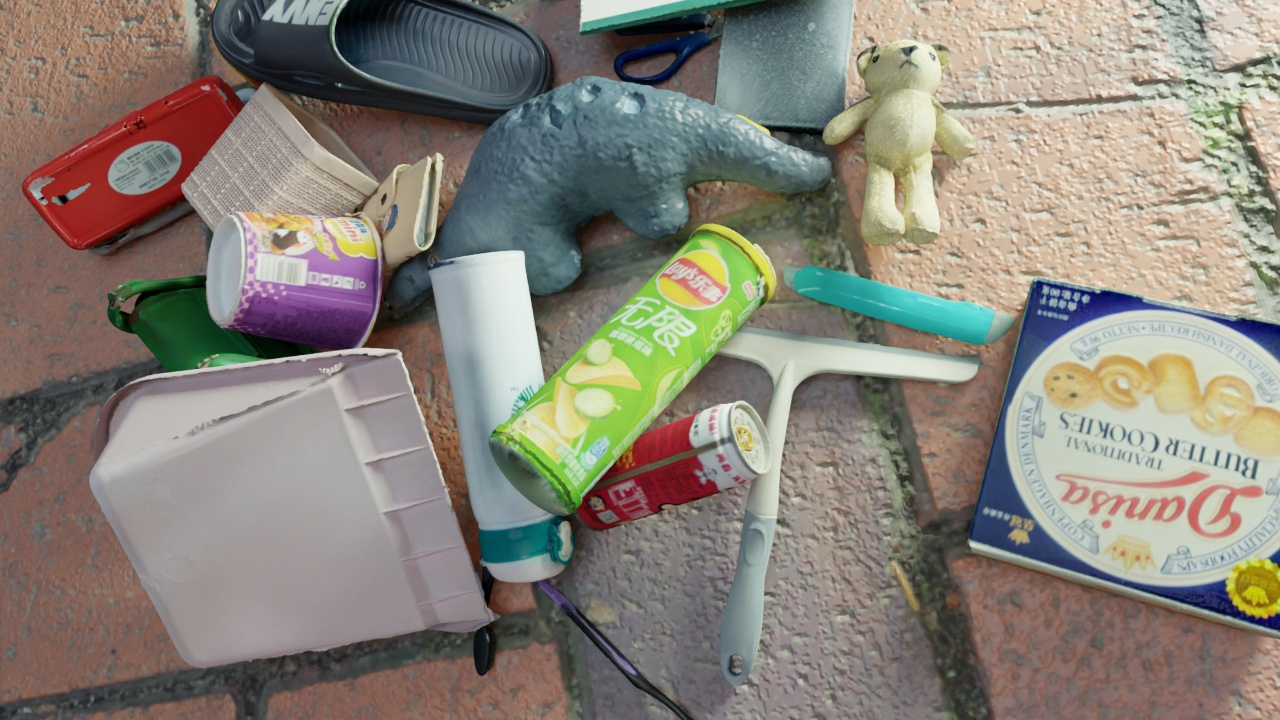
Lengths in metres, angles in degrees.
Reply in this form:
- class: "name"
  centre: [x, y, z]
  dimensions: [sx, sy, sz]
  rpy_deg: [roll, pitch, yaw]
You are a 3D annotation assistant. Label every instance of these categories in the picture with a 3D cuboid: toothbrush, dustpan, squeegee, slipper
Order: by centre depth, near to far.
- class: "squeegee"
  centre: [0.082, 0.095, 0.618]
  dimensions: [0.247, 0.039, 0.246]
  rpy_deg: [9, 82, 16]
- class: "toothbrush"
  centre: [-0.017, 0.207, 0.635]
  dimensions: [0.189, 0.014, 0.017]
  rpy_deg: [40, 115, 19]
- class: "dustpan"
  centre: [-0.259, 0.093, 0.651]
  dimensions: [0.273, 0.138, 0.223]
  rpy_deg: [-13, 114, -6]
- class: "toothbrush"
  centre: [-0.109, 0.132, 0.674]
  dimensions: [0.014, 0.016, 0.189]
  rpy_deg: [-5, 75, 23]
- class: "slipper"
  centre: [-0.199, -0.256, 0.705]
  dimensions: [0.268, 0.083, 0.110]
  rpy_deg: [13, 83, -2]

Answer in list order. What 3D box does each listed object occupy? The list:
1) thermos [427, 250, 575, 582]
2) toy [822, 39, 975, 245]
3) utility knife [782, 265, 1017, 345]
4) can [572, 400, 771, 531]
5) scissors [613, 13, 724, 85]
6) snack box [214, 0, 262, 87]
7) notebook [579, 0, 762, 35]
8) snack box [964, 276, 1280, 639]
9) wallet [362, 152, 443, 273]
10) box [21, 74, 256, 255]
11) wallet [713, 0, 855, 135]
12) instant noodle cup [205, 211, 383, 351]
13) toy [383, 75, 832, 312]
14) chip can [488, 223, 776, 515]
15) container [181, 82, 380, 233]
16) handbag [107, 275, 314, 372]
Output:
- class: "thermos"
  centre: [-0.093, 0.040, 0.635]
  dimensions: [0.073, 0.073, 0.224]
  rpy_deg: [-9, 93, 12]
- class: "toy"
  centre: [0.178, -0.150, 0.628]
  dimensions: [0.105, 0.066, 0.157]
  rpy_deg: [3, 73, 9]
- class: "utility knife"
  centre: [0.174, -0.040, 0.636]
  dimensions: [0.161, 0.013, 0.029]
  rpy_deg: [18, 81, 20]
- class: "can"
  centre: [0.018, 0.071, 0.608]
  dimensions: [0.133, 0.053, 0.053]
  rpy_deg: [-23, 73, 29]
- class: "scissors"
  centre: [0.059, -0.248, 0.708]
  dimensions: [0.173, 0.012, 0.128]
  rpy_deg: [22, 83, 16]
- class: "snack box"
  centre: [-0.307, -0.287, 0.775]
  dimensions: [0.080, 0.082, 0.091]
  rpy_deg: [-2, 80, 4]
- class: "notebook"
  centre: [0.056, -0.320, 0.699]
  dimensions: [0.209, 0.012, 0.150]
  rpy_deg: [-7, 60, 13]
- class: "snack box"
  centre: [0.313, 0.055, 0.563]
  dimensions: [0.178, 0.046, 0.182]
  rpy_deg: [14, 82, 17]
- class: "wallet"
  centre: [-0.191, -0.109, 0.707]
  dimensions: [0.115, 0.024, 0.087]
  rpy_deg: [-17, 59, 48]
- class: "box"
  centre: [-0.413, -0.170, 0.796]
  dimensions: [0.201, 0.091, 0.094]
  rpy_deg: [-25, 117, 8]
- class: "wallet"
  centre: [0.107, -0.229, 0.681]
  dimensions: [0.097, 0.019, 0.121]
  rpy_deg: [6, 87, 11]
- class: "instant noodle cup"
  centre: [-0.261, -0.062, 0.684]
  dimensions: [0.112, 0.099, 0.111]
  rpy_deg: [-6, 82, 50]
- class: "toy"
  centre: [-0.047, -0.131, 0.678]
  dimensions: [0.357, 0.091, 0.138]
  rpy_deg: [-18, 103, 11]
- class: "chip can"
  centre: [-0.004, 0.004, 0.602]
  dimensions: [0.072, 0.073, 0.220]
  rpy_deg: [36, 67, 18]
- class: "container"
  centre: [-0.290, -0.141, 0.736]
  dimensions: [0.111, 0.090, 0.090]
  rpy_deg: [-45, 72, 5]
- class: "handbag"
  centre: [-0.323, -0.010, 0.700]
  dimensions: [0.131, 0.120, 0.068]
  rpy_deg: [42, 96, 16]
